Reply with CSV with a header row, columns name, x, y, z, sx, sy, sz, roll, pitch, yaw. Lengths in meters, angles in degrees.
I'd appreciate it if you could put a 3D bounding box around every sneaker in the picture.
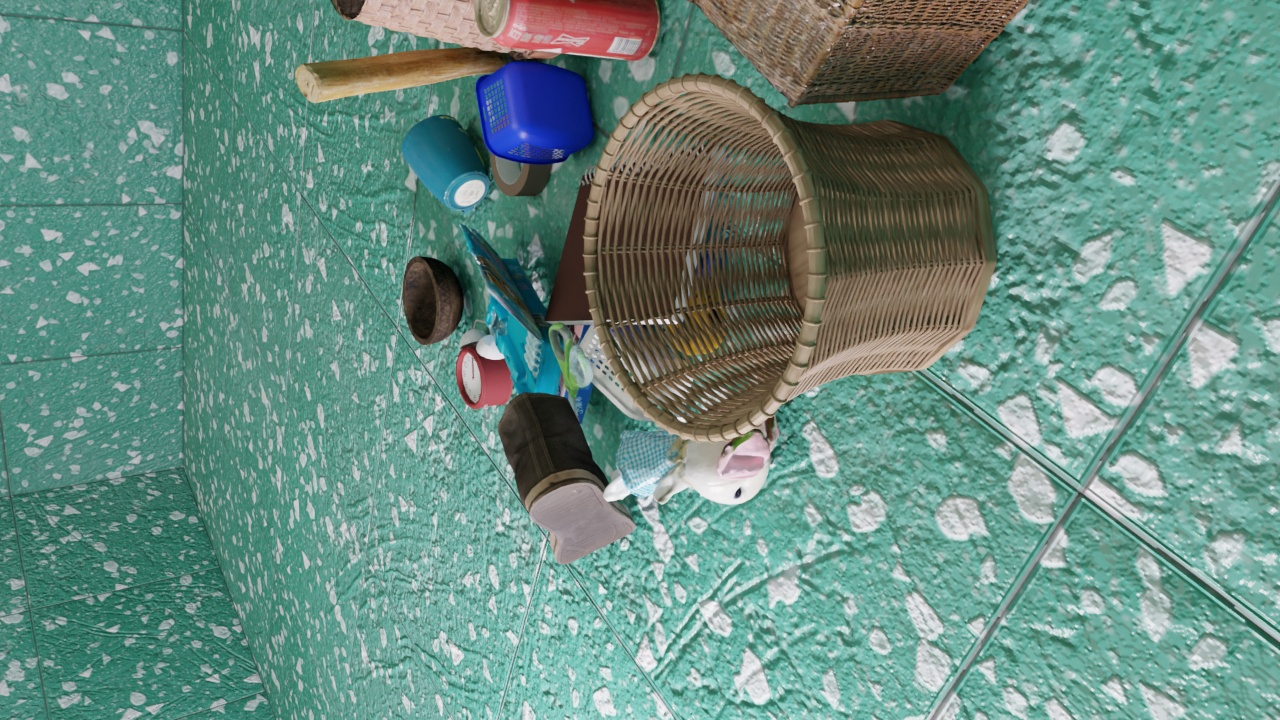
name,x,y,z,sx,sy,sz,roll,pitch,yaw
sneaker,-0.076,0.128,0.945,0.119,0.095,0.235,65,-178,31

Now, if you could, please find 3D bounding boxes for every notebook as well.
name,x,y,z,sx,sy,sz,roll,pitch,yaw
notebook,-0.011,-0.118,0.874,0.209,0.022,0.171,3,76,54

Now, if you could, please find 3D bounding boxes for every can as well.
name,x,y,z,sx,sy,sz,roll,pitch,yaw
can,-0.062,-0.312,0.829,0.067,0.169,0.067,14,107,51

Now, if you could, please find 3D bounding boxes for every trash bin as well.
name,x,y,z,sx,sy,sz,roll,pitch,yaw
trash bin,-0.175,-0.364,0.856,0.151,0.209,0.151,18,113,49

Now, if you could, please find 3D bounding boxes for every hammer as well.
name,x,y,z,sx,sy,sz,roll,pitch,yaw
hammer,-0.207,-0.292,0.916,0.033,0.329,0.132,-16,102,34

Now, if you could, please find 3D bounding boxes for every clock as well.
name,x,y,z,sx,sy,sz,roll,pitch,yaw
clock,-0.204,0.010,1.193,0.087,0.044,0.124,16,110,52

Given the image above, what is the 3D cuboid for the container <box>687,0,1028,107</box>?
name,x,y,z,sx,sy,sz,roll,pitch,yaw
container,0.139,-0.232,0.547,0.113,0.198,0.113,54,135,22

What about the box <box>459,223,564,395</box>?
name,x,y,z,sx,sy,sz,roll,pitch,yaw
box,-0.144,-0.065,1.032,0.227,0.074,0.181,-124,19,-53

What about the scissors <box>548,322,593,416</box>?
name,x,y,z,sx,sy,sz,roll,pitch,yaw
scissors,-0.071,0.023,0.923,0.072,0.033,0.176,49,153,22

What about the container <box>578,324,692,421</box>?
name,x,y,z,sx,sy,sz,roll,pitch,yaw
container,-0.005,0.005,0.897,0.129,0.080,0.050,41,117,42

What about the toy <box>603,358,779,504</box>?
name,x,y,z,sx,sy,sz,roll,pitch,yaw
toy,0.050,0.096,0.808,0.206,0.130,0.105,-29,113,37

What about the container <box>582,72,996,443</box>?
name,x,y,z,sx,sy,sz,roll,pitch,yaw
container,0.104,-0.072,0.628,0.227,0.195,0.227,14,108,52

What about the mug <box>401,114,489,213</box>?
name,x,y,z,sx,sy,sz,roll,pitch,yaw
mug,-0.241,-0.239,1.177,0.104,0.084,0.112,53,164,26

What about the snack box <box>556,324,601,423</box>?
name,x,y,z,sx,sy,sz,roll,pitch,yaw
snack box,-0.071,-0.015,0.996,0.088,0.033,0.154,-115,36,-50

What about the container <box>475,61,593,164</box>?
name,x,y,z,sx,sy,sz,roll,pitch,yaw
container,-0.105,-0.258,0.949,0.058,0.114,0.096,-13,86,45

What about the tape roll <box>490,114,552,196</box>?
name,x,y,z,sx,sy,sz,roll,pitch,yaw
tape roll,-0.140,-0.239,1.068,0.094,0.030,0.094,14,108,52

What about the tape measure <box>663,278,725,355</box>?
name,x,y,z,sx,sy,sz,roll,pitch,yaw
tape measure,0.050,-0.034,0.851,0.068,0.030,0.059,-44,60,49

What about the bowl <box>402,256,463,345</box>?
name,x,y,z,sx,sy,sz,roll,pitch,yaw
bowl,-0.277,-0.084,1.264,0.121,0.056,0.121,14,108,52
